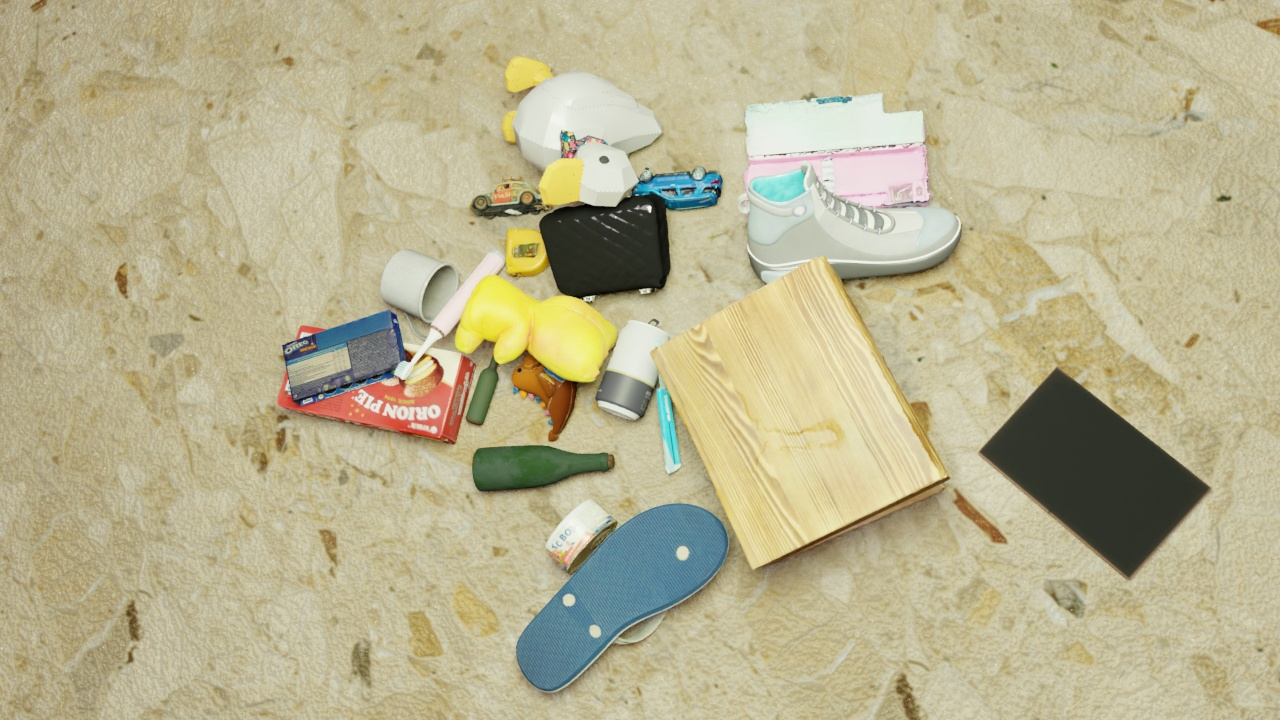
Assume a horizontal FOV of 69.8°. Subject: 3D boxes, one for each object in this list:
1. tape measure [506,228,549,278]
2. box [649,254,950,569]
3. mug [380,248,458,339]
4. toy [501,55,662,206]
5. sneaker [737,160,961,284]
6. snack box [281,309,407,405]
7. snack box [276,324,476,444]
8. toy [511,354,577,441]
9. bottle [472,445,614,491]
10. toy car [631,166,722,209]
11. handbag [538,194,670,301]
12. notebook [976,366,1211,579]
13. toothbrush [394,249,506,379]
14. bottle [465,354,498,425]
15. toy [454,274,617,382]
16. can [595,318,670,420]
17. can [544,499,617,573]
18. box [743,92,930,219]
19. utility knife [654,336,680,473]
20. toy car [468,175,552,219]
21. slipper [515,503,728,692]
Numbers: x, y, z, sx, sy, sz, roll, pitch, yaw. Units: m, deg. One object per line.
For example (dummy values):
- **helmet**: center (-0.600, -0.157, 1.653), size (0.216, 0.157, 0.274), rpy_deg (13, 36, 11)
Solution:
- **tape measure**: center (-0.149, -0.143, 1.221), size (0.059, 0.030, 0.068), rpy_deg (-1, 78, 11)
- **box**: center (0.179, 0.071, 1.062), size (0.247, 0.176, 0.279), rpy_deg (-29, 74, 13)
- **mug**: center (-0.294, -0.086, 1.213), size (0.070, 0.084, 0.113), rpy_deg (22, 114, 16)
- **toy**: center (-0.074, -0.284, 1.167), size (0.246, 0.141, 0.267), rpy_deg (-22, 49, -35)
- **sneaker**: center (0.250, -0.176, 1.088), size (0.257, 0.160, 0.092), rpy_deg (-8, 50, 10)
- **snack box**: center (-0.375, -0.004, 1.166), size (0.150, 0.027, 0.082), rpy_deg (-16, 72, 3)
- **snack box**: center (-0.343, 0.031, 1.198), size (0.236, 0.060, 0.113), rpy_deg (9, 77, 12)
- **toy**: center (-0.127, 0.048, 1.173), size (0.090, 0.070, 0.103), rpy_deg (16, 103, 25)
- **bottle**: center (-0.118, 0.131, 1.141), size (0.174, 0.055, 0.055), rpy_deg (-4, 76, 7)
- **toy car**: center (0.047, -0.222, 1.193), size (0.120, 0.056, 0.043), rpy_deg (-1, 78, 8)
- **handbag**: center (-0.036, -0.144, 1.177), size (0.154, 0.114, 0.125), rpy_deg (-7, 102, 14)
- **notebook**: center (0.519, 0.126, 1.055), size (0.209, 0.008, 0.141), rpy_deg (43, 87, 16)
- **toothbrush**: center (-0.243, -0.060, 1.177), size (0.026, 0.027, 0.222), rpy_deg (22, 59, 19)
- **bottle**: center (-0.200, 0.031, 1.192), size (0.025, 0.025, 0.106), rpy_deg (15, 80, 13)
- **toy**: center (-0.127, -0.047, 1.141), size (0.194, 0.134, 0.088), rpy_deg (18, 122, 4)
- **can**: center (-0.007, 0.007, 1.144), size (0.064, 0.064, 0.127), rpy_deg (19, 81, 13)
- **can**: center (-0.071, 0.210, 1.098), size (0.043, 0.086, 0.086), rpy_deg (41, 86, 16)
- **box**: center (0.247, -0.262, 1.178), size (0.230, 0.035, 0.159), rpy_deg (-3, 76, 9)
- **utility knife**: center (0.027, 0.054, 1.124), size (0.022, 0.015, 0.169), rpy_deg (-13, 98, -34)
- **toy car**: center (-0.175, -0.221, 1.234), size (0.112, 0.047, 0.047), rpy_deg (-4, 77, 7)
- **slipper**: center (-0.023, 0.276, 1.090), size (0.295, 0.060, 0.118), rpy_deg (-41, 70, 2)
